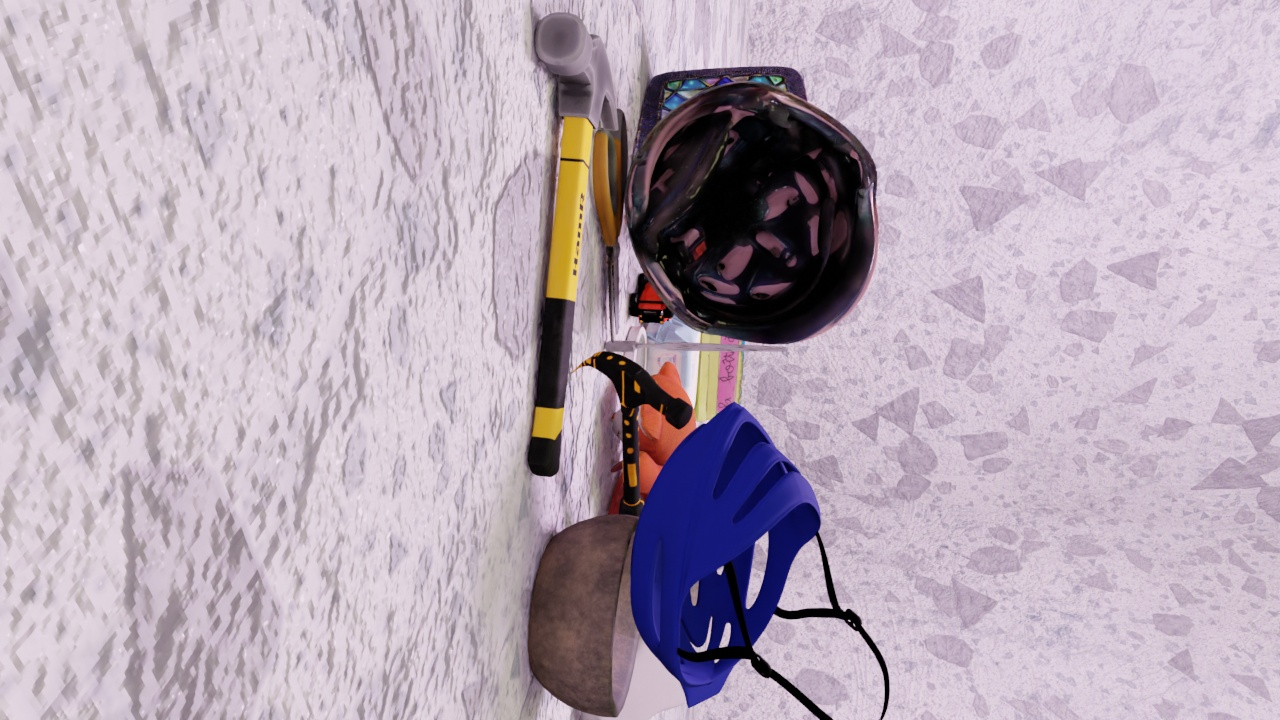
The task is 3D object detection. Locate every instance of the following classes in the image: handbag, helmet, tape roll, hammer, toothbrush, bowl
[{"bbox_3d":[0.098,-0.213,1.039,0.126,0.205,0.221,78,13,-61],"label":"handbag"},{"bbox_3d":[0.103,-0.138,0.897,0.230,0.255,0.152,-51,-169,7],"label":"helmet"},{"bbox_3d":[-0.006,0.006,1.078,0.093,0.013,0.093,6,89,-81],"label":"tape roll"},{"bbox_3d":[-0.055,-0.075,0.682,0.169,0.034,0.324,-2,98,-82],"label":"hammer"},{"bbox_3d":[0.017,0.102,1.083,0.184,0.016,0.015,-23,129,-56],"label":"toothbrush"},{"bbox_3d":[-0.043,0.207,0.761,0.162,0.070,0.162,6,89,-81],"label":"bowl"},{"bbox_3d":[0.053,-0.011,0.903,0.010,0.182,0.010,-62,151,-60],"label":"toothbrush"},{"bbox_3d":[0.095,0.169,0.695,0.147,0.228,0.242,-4,112,-47],"label":"helmet"},{"bbox_3d":[-0.010,0.124,0.830,0.036,0.123,0.321,-35,142,-34],"label":"hammer"}]

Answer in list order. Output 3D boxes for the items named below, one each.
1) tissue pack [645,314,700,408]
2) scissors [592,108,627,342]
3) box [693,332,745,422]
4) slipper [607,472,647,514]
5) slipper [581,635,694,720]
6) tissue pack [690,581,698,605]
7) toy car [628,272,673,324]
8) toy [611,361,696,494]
[{"bbox_3d":[0.038,0.021,1.194,0.111,0.070,0.182,-69,164,-60],"label":"tissue pack"},{"bbox_3d":[-0.028,-0.116,0.859,0.133,0.016,0.228,-65,158,-69],"label":"scissors"},{"bbox_3d":[0.090,-0.034,1.311,0.124,0.081,0.221,26,-62,61],"label":"box"},{"bbox_3d":[-0.011,0.216,1.018,0.248,0.059,0.104,-71,163,-52],"label":"slipper"},{"bbox_3d":[-0.018,0.359,1.041,0.265,0.081,0.113,1,73,-67],"label":"slipper"},{"bbox_3d":[0.035,0.249,1.082,0.181,0.071,0.104,-139,-112,-70],"label":"tissue pack"},{"bbox_3d":[0.020,-0.069,1.078,0.100,0.051,0.049,-70,161,-60],"label":"toy car"},{"bbox_3d":[0.021,0.098,0.990,0.163,0.093,0.172,-53,135,-66],"label":"toy"}]
